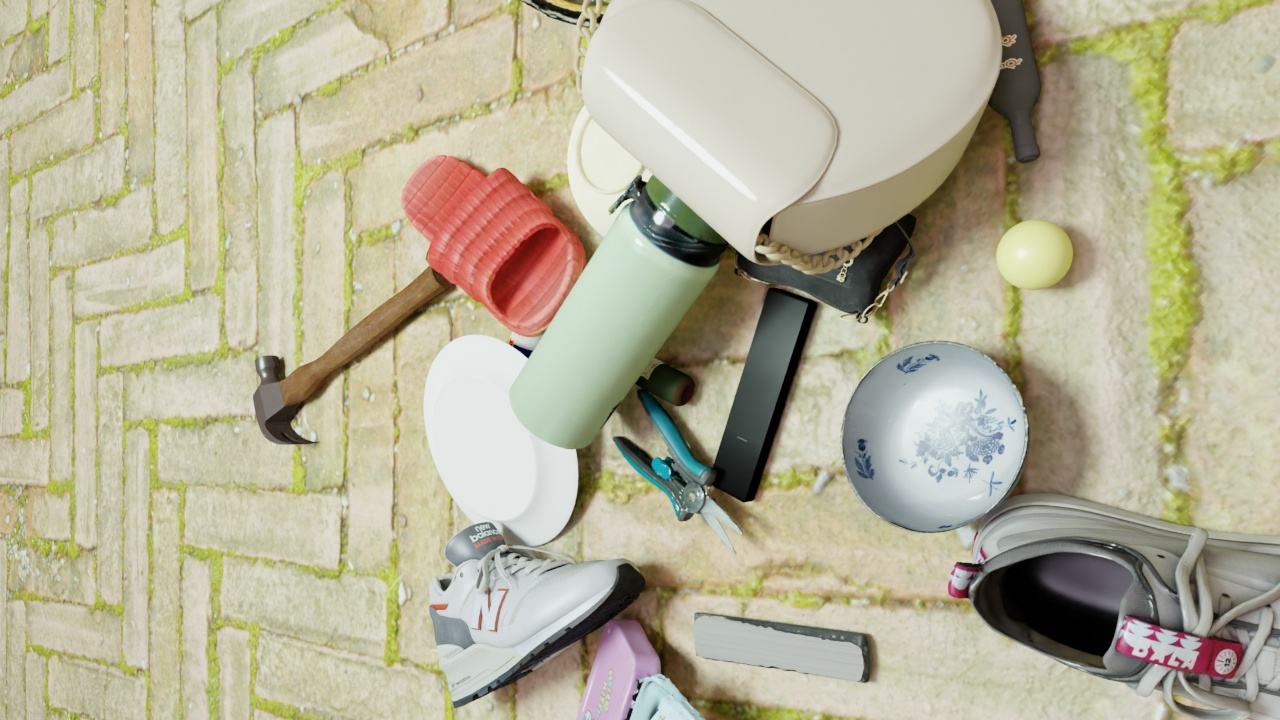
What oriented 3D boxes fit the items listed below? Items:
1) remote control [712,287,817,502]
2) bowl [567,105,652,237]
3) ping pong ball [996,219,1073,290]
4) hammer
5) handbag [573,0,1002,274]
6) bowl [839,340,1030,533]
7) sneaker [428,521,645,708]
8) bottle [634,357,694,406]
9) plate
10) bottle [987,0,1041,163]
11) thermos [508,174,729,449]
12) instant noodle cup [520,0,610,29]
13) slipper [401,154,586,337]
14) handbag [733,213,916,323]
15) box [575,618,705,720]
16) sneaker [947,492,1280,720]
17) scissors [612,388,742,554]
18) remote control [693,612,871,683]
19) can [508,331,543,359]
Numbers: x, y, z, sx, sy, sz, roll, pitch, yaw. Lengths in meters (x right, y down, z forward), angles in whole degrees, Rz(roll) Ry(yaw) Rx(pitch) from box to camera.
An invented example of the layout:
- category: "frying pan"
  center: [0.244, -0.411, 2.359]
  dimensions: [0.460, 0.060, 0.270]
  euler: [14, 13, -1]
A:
- category: "remote control"
  center: [0.085, 0.025, 0.646]
  dimensions: [0.034, 0.013, 0.150]
  euler: [26, 105, 39]
- category: "bowl"
  center: [0.001, -0.150, 0.672]
  dimensions: [0.151, 0.075, 0.150]
  euler: [0, 91, 38]
- category: "ping pong ball"
  center: [0.224, -0.060, 0.523]
  dimensions: [0.040, 0.040, 0.040]
  euler: [0, 90, 37]
- category: "hammer"
  center: [-0.299, -0.009, 0.930]
  dimensions: [0.324, 0.033, 0.115]
  euler: [-31, 70, 33]
- category: "handbag"
  center: [0.089, -0.174, 0.526]
  dimensions: [0.208, 0.103, 0.210]
  euler: [-41, 71, -13]
- category: "bowl"
  center: [0.180, 0.047, 0.546]
  dimensions: [0.115, 0.045, 0.114]
  euler: [-15, 68, 41]
- category: "sneaker"
  center: [-0.106, 0.186, 0.745]
  dimensions: [0.240, 0.088, 0.124]
  euler: [-43, 68, 33]
- category: "bottle"
  center: [-0.004, 0.004, 0.707]
  dimensions: [0.106, 0.025, 0.025]
  euler: [28, 106, 34]
- category: "plate"
  center: [-0.129, 0.072, 0.777]
  dimensions: [0.189, 0.016, 0.189]
  euler: [14, 113, 36]
- category: "bottle"
  center: [0.215, -0.170, 0.536]
  dimensions: [0.030, 0.030, 0.113]
  euler: [-15, 81, 36]
- category: "thermos"
  center: [-0.011, -0.043, 0.636]
  dimensions: [0.082, 0.082, 0.232]
  euler: [52, 125, 25]
- category: "instant noodle cup"
  center: [-0.032, -0.324, 0.670]
  dimensions: [0.137, 0.137, 0.112]
  euler: [7, 84, 37]
- category: "slipper"
  center: [-0.136, -0.113, 0.767]
  dimensions: [0.103, 0.059, 0.249]
  euler: [-48, 54, 1]
- category: "handbag"
  center: [0.114, -0.075, 0.598]
  dimensions: [0.128, 0.054, 0.079]
  euler: [24, 102, 33]
- category: "box"
  center: [-0.017, 0.316, 0.676]
  dimensions: [0.151, 0.035, 0.214]
  euler: [36, 113, 57]
- category: "sneaker"
  center: [0.276, 0.131, 0.429]
  dimensions: [0.263, 0.128, 0.097]
  euler: [16, 100, 35]
- category: "scissors"
  center: [0.024, 0.081, 0.681]
  dimensions: [0.148, 0.019, 0.123]
  euler: [-5, 85, 47]
- category: "remote control"
  center: [0.095, 0.198, 0.638]
  dimensions: [0.137, 0.013, 0.033]
  euler: [-4, 86, 39]
- category: "can"
  center: [-0.096, -0.009, 0.772]
  dimensions: [0.032, 0.032, 0.095]
  euler: [27, 106, 34]
